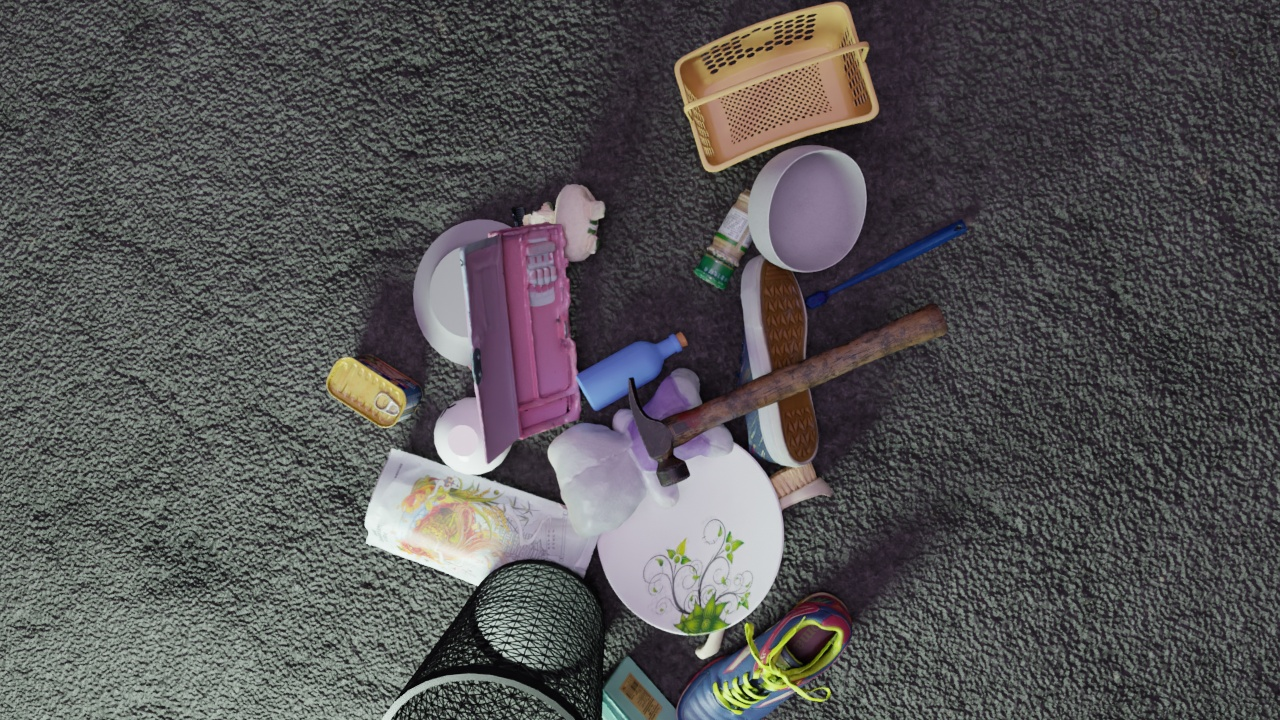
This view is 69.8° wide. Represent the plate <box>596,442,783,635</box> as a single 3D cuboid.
[{"bbox_3d":[0.057,0.194,1.048,0.230,0.030,0.229,-4,81,26],"label":"plate"}]

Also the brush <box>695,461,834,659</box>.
[{"bbox_3d":[0.129,0.229,1.046,0.077,0.062,0.272,36,106,32],"label":"brush"}]

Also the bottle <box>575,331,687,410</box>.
[{"bbox_3d":[-0.006,0.006,1.044,0.131,0.048,0.048,-29,90,-5],"label":"bottle"}]

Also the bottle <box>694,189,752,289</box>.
[{"bbox_3d":[0.103,-0.135,1.020,0.042,0.042,0.110,30,98,5],"label":"bottle"}]

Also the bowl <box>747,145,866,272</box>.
[{"bbox_3d":[0.170,-0.164,0.979,0.131,0.064,0.132,-10,113,-26],"label":"bowl"}]

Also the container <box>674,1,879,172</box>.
[{"bbox_3d":[0.137,-0.279,0.938,0.183,0.167,0.129,-17,92,10],"label":"container"}]

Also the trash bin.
[{"bbox_3d":[-0.134,0.347,0.983,0.217,0.242,0.217,2,109,5],"label":"trash bin"}]

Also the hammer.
[{"bbox_3d":[0.149,0.013,0.941,0.330,0.033,0.120,-24,88,7],"label":"hammer"}]

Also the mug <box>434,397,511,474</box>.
[{"bbox_3d":[-0.181,0.077,1.067,0.124,0.076,0.090,-38,89,10],"label":"mug"}]

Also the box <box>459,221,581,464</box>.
[{"bbox_3d":[-0.138,-0.024,0.991,0.055,0.179,0.233,6,107,31],"label":"box"}]

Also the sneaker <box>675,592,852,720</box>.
[{"bbox_3d":[0.133,0.352,1.035,0.242,0.091,0.116,-42,90,11],"label":"sneaker"}]

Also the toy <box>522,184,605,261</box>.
[{"bbox_3d":[-0.078,-0.156,1.043,0.112,0.050,0.087,8,102,41],"label":"toy"}]

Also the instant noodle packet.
[{"bbox_3d":[-0.191,0.208,1.092,0.269,0.057,0.147,19,106,5],"label":"instant noodle packet"}]

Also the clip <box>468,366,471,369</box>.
[{"bbox_3d":[-0.191,-0.016,1.088,0.058,0.022,0.035,-44,91,12],"label":"clip"}]

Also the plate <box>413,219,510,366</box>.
[{"bbox_3d":[-0.194,-0.080,1.067,0.173,0.019,0.172,0,89,18],"label":"plate"}]

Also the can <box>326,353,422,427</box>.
[{"bbox_3d":[-0.315,0.035,1.093,0.100,0.059,0.054,32,99,5],"label":"can"}]

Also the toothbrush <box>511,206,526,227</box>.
[{"bbox_3d":[-0.119,-0.090,1.074,0.017,0.014,0.188,-16,93,2],"label":"toothbrush"}]

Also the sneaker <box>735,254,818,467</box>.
[{"bbox_3d":[0.135,0.002,1.012,0.079,0.087,0.235,-12,83,48],"label":"sneaker"}]

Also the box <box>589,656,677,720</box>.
[{"bbox_3d":[0.027,0.437,1.074,0.079,0.077,0.189,-40,86,-6],"label":"box"}]

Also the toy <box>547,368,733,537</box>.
[{"bbox_3d":[-0.007,0.106,1.026,0.209,0.085,0.137,-34,69,11],"label":"toy"}]

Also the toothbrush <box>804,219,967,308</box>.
[{"bbox_3d":[0.268,-0.104,1.009,0.190,0.017,0.016,-27,91,10],"label":"toothbrush"}]
